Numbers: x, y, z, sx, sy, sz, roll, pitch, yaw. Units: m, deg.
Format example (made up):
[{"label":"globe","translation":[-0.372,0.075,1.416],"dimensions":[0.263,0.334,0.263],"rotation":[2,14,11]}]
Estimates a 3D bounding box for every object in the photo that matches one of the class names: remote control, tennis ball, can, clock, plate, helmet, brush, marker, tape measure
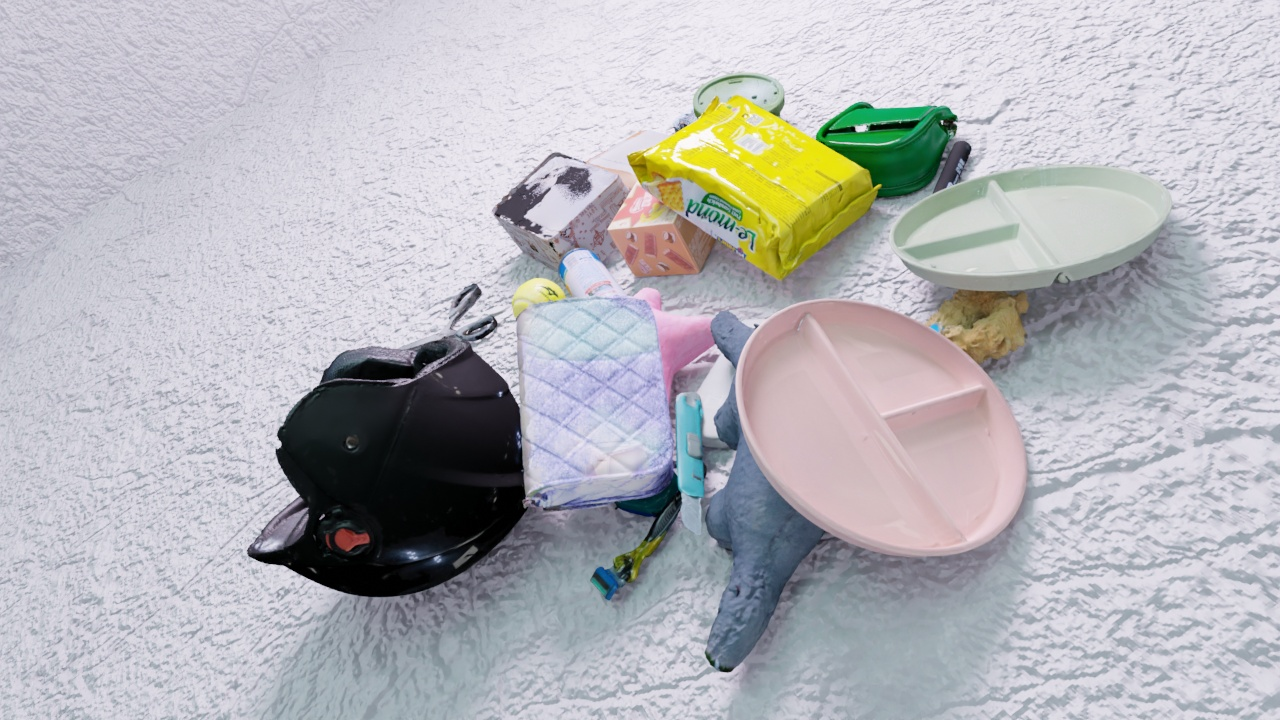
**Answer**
[{"label":"remote control","translation":[0.092,0.020,0.885],"dimensions":[0.058,0.021,0.149],"rotation":[9,54,41]},{"label":"tennis ball","translation":[-0.120,-0.065,1.093],"dimensions":[0.065,0.065,0.065],"rotation":[-20,40,17]},{"label":"can","translation":[-0.053,-0.081,1.072],"dimensions":[0.053,0.053,0.134],"rotation":[-34,38,-1]},{"label":"clock","translation":[0.128,-0.304,1.164],"dimensions":[0.116,0.056,0.161],"rotation":[-7,45,5]},{"label":"plate","translation":[0.339,-0.119,0.813],"dimensions":[0.230,0.027,0.229],"rotation":[-14,28,7]},{"label":"helmet","translation":[-0.227,0.106,0.855],"dimensions":[0.275,0.230,0.233],"rotation":[-49,12,1]},{"label":"brush","translation":[0.215,0.001,0.805],"dimensions":[0.255,0.046,0.083],"rotation":[-24,39,20]},{"label":"marker","translation":[0.312,-0.178,0.946],"dimensions":[0.022,0.020,0.131],"rotation":[10,55,34]},{"label":"tape measure","translation":[0.008,0.116,0.838],"dimensions":[0.058,0.025,0.054],"rotation":[6,53,39]},{"label":"plate","translation":[0.178,0.047,0.691],"dimensions":[0.229,0.028,0.229],"rotation":[9,51,-11]}]

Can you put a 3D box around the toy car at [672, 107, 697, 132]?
[{"label":"toy car","translation":[0.082,-0.321,1.257],"dimensions":[0.049,0.031,0.105],"rotation":[-37,39,-4]}]

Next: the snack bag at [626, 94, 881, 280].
[{"label":"snack bag","translation":[0.122,-0.200,0.992],"dimensions":[0.157,0.068,0.246],"rotation":[-38,58,-22]}]

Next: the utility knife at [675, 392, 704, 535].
[{"label":"utility knife","translation":[0.044,0.082,0.794],"dimensions":[0.192,0.029,0.013],"rotation":[-88,20,-56]}]

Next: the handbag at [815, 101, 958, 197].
[{"label":"handbag","translation":[0.270,-0.239,1.012],"dimensions":[0.131,0.068,0.120],"rotation":[17,52,46]}]

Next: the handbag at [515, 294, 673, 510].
[{"label":"handbag","translation":[-0.043,0.038,0.833],"dimensions":[0.134,0.076,0.193],"rotation":[-5,59,-3]}]

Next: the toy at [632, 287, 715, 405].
[{"label":"toy","translation":[-0.006,0.005,0.928],"dimensions":[0.194,0.074,0.178],"rotation":[-31,45,0]}]

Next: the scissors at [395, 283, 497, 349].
[{"label":"scissors","translation":[-0.259,-0.039,1.206],"dimensions":[0.177,0.014,0.159],"rotation":[-16,41,22]}]

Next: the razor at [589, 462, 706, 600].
[{"label":"razor","translation":[0.013,0.146,0.795],"dimensions":[0.142,0.022,0.043],"rotation":[-50,25,-8]}]

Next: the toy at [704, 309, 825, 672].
[{"label":"toy","translation":[0.107,0.077,0.751],"dimensions":[0.138,0.091,0.355],"rotation":[-22,42,31]}]

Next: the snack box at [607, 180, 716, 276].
[{"label":"snack box","translation":[0.032,-0.159,1.077],"dimensions":[0.095,0.077,0.092],"rotation":[0,49,36]}]

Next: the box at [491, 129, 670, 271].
[{"label":"box","translation":[-0.047,-0.232,1.209],"dimensions":[0.261,0.088,0.178],"rotation":[-43,39,-11]}]
